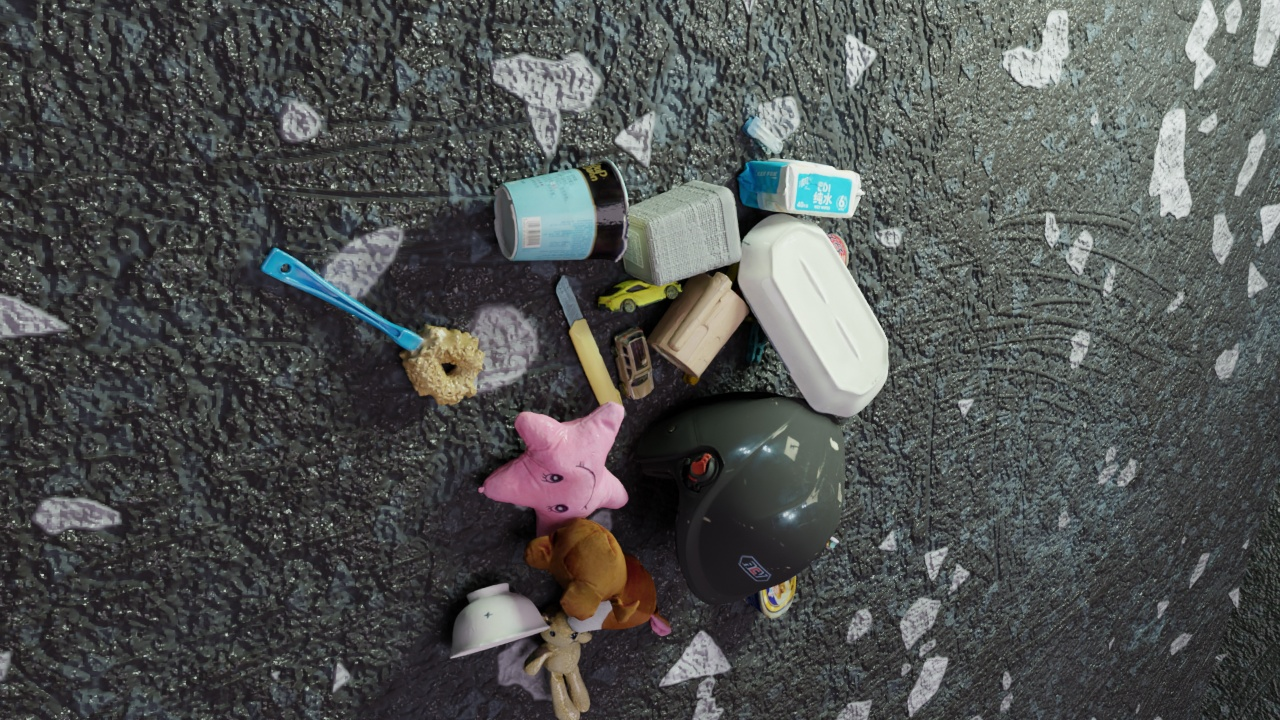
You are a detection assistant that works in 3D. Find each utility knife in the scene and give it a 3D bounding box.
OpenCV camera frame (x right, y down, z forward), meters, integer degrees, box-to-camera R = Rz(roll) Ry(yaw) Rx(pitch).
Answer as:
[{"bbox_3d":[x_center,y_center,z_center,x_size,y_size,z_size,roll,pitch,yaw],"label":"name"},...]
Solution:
[{"bbox_3d":[-0.058,-0.008,1.073,0.030,0.021,0.207,-36,130,-23],"label":"utility knife"}]

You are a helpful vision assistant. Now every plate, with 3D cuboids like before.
[{"bbox_3d":[0.221,-0.058,1.114,0.161,0.034,0.266,-36,100,-31],"label":"plate"}]

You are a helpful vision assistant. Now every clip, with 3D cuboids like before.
[{"bbox_3d":[0.155,-0.023,1.217,0.040,0.014,0.056,4,104,-35],"label":"clip"},{"bbox_3d":[0.150,-0.274,1.123,0.057,0.033,0.025,38,81,-34],"label":"clip"}]

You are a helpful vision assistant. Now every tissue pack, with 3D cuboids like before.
[{"bbox_3d":[0.197,-0.213,1.132,0.139,0.090,0.063,-1,103,-34],"label":"tissue pack"}]

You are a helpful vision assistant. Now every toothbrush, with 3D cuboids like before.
[{"bbox_3d":[0.097,-0.058,1.163,0.015,0.017,0.190,19,95,-38],"label":"toothbrush"},{"bbox_3d":[0.228,0.244,1.357,0.189,0.029,0.021,29,48,-36],"label":"toothbrush"}]

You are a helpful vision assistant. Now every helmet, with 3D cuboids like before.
[{"bbox_3d":[0.137,0.163,1.136,0.233,0.231,0.273,50,37,-35],"label":"helmet"}]

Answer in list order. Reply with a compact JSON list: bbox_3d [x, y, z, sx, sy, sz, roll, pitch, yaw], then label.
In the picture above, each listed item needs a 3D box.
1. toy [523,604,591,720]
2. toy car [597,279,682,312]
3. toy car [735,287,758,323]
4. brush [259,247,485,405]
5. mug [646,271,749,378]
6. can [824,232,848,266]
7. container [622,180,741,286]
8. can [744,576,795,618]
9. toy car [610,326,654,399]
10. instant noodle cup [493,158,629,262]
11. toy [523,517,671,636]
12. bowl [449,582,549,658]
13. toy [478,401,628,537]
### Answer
[{"bbox_3d":[-0.094,0.380,1.153,0.105,0.066,0.157,-18,109,-34],"label":"toy"},{"bbox_3d":[-0.001,-0.079,1.071,0.105,0.048,0.032,-18,104,-28],"label":"toy car"},{"bbox_3d":[0.166,-0.068,1.196,0.106,0.031,0.049,11,94,-31],"label":"toy car"},{"bbox_3d":[-0.260,-0.035,0.919,0.254,0.046,0.083,35,89,-33],"label":"brush"},{"bbox_3d":[0.068,-0.045,1.088,0.084,0.125,0.103,35,85,6],"label":"mug"},{"bbox_3d":[0.214,-0.132,1.186,0.093,0.066,0.066,-8,110,-32],"label":"can"},{"bbox_3d":[0.041,-0.144,1.051,0.114,0.090,0.090,-23,117,-23],"label":"container"},{"bbox_3d":[0.183,0.300,1.325,0.074,0.049,0.148,-19,116,-28],"label":"can"},{"bbox_3d":[-0.007,0.007,1.104,0.042,0.035,0.090,-24,121,-24],"label":"toy car"},{"bbox_3d":[-0.087,-0.151,0.959,0.120,0.111,0.111,-10,112,-22],"label":"instant noodle cup"},{"bbox_3d":[-0.047,0.271,1.091,0.130,0.140,0.199,-47,144,2],"label":"toy"},{"bbox_3d":[-0.170,0.297,1.066,0.118,0.119,0.064,-7,70,-33],"label":"bowl"},{"bbox_3d":[-0.099,0.138,1.062,0.178,0.074,0.195,-10,123,-16],"label":"toy"}]
